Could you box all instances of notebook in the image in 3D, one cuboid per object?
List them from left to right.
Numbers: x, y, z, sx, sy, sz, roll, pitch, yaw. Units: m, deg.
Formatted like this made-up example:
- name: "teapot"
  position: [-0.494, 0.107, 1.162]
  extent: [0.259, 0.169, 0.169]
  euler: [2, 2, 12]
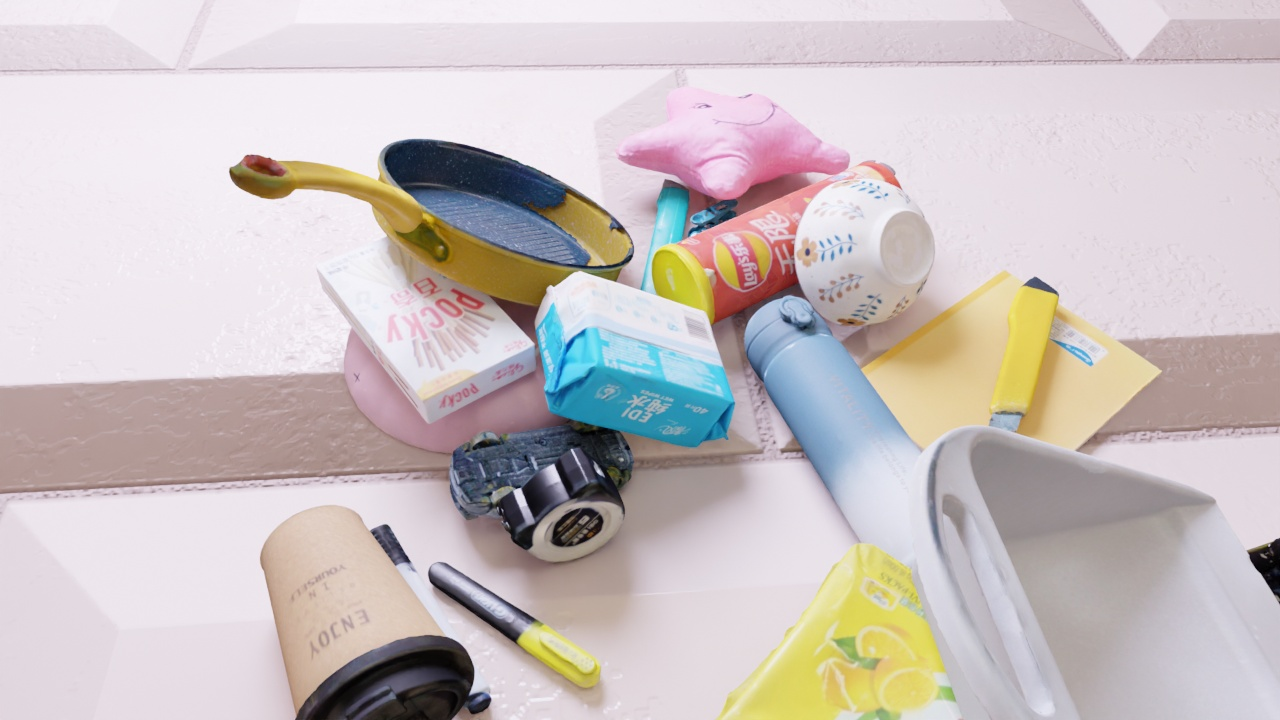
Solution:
- name: "notebook"
  position: [0.270, 0.014, 0.681]
  extent: [0.205, 0.010, 0.146]
  euler: [-31, 57, -27]

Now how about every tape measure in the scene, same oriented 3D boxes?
- name: "tape measure"
  position: [-0.044, 0.091, 0.557]
  extent: [0.066, 0.066, 0.033]
  euler: [-33, 50, 4]

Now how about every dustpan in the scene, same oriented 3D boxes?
- name: "dustpan"
  position: [0.232, 0.124, 0.408]
  extent: [0.257, 0.143, 0.222]
  euler: [-4, 49, -7]

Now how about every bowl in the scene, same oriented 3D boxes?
- name: "bowl"
  position: [0.178, -0.081, 0.685]
  extent: [0.113, 0.113, 0.062]
  euler: [-28, 16, -25]

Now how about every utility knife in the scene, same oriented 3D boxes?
- name: "utility knife"
  position: [0.020, -0.097, 0.764]
  extent: [0.029, 0.013, 0.159]
  euler: [7, 51, 6]
- name: "utility knife"
  position: [0.281, -0.004, 0.680]
  extent: [0.033, 0.015, 0.172]
  euler: [18, 50, 20]

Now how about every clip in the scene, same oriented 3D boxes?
- name: "clip"
  position: [0.062, -0.121, 0.782]
  extent: [0.056, 0.046, 0.014]
  euler: [-32, 57, -28]

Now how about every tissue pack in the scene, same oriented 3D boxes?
- name: "tissue pack"
  position: [-0.004, 0.004, 0.616]
  extent: [0.140, 0.063, 0.089]
  euler: [15, 43, -31]

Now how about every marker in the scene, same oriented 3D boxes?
- name: "marker"
  position: [-0.124, 0.148, 0.533]
  extent: [0.018, 0.023, 0.130]
  euler: [-30, 59, -19]
- name: "marker"
  position: [-0.076, 0.151, 0.535]
  extent: [0.124, 0.015, 0.018]
  euler: [27, 49, 21]

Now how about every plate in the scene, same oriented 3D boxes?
- name: "plate"
  position: [-0.120, -0.020, 0.667]
  extent: [0.192, 0.039, 0.192]
  euler: [2, 48, -2]

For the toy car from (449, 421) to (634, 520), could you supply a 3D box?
- name: "toy car"
  position: [-0.063, 0.071, 0.595]
  extent: [0.120, 0.037, 0.054]
  euler: [-9, 48, -25]

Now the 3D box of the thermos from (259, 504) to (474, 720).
- name: "thermos"
  position: [-0.153, 0.146, 0.491]
  extent: [0.093, 0.093, 0.143]
  euler: [-24, 47, -23]

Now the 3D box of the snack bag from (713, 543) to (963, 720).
- name: "snack bag"
  position: [0.159, 0.214, 0.459]
  extent: [0.246, 0.068, 0.157]
  euler: [33, 54, 23]

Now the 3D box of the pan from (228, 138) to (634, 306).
- name: "pan"
  position: [-0.129, -0.101, 0.610]
  extent: [0.198, 0.078, 0.356]
  euler: [32, 25, 16]

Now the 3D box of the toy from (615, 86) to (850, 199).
- name: "toy"
  position: [0.067, -0.196, 0.809]
  extent: [0.194, 0.075, 0.178]
  euler: [-18, 45, -28]

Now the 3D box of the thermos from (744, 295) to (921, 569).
- name: "thermos"
  position: [0.137, 0.048, 0.604]
  extent: [0.070, 0.070, 0.220]
  euler: [-15, 52, -16]

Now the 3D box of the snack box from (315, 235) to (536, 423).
- name: "snack box"
  position: [-0.149, -0.031, 0.631]
  extent: [0.084, 0.027, 0.157]
  euler: [-29, 55, -26]

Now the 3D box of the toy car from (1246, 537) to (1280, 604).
- name: "toy car"
  position: [0.384, 0.146, 0.550]
  extent: [0.158, 0.042, 0.070]
  euler: [-13, 51, -13]

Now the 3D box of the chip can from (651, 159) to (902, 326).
- name: "chip can"
  position: [0.113, -0.093, 0.727]
  extent: [0.216, 0.073, 0.073]
  euler: [-27, 55, -25]
